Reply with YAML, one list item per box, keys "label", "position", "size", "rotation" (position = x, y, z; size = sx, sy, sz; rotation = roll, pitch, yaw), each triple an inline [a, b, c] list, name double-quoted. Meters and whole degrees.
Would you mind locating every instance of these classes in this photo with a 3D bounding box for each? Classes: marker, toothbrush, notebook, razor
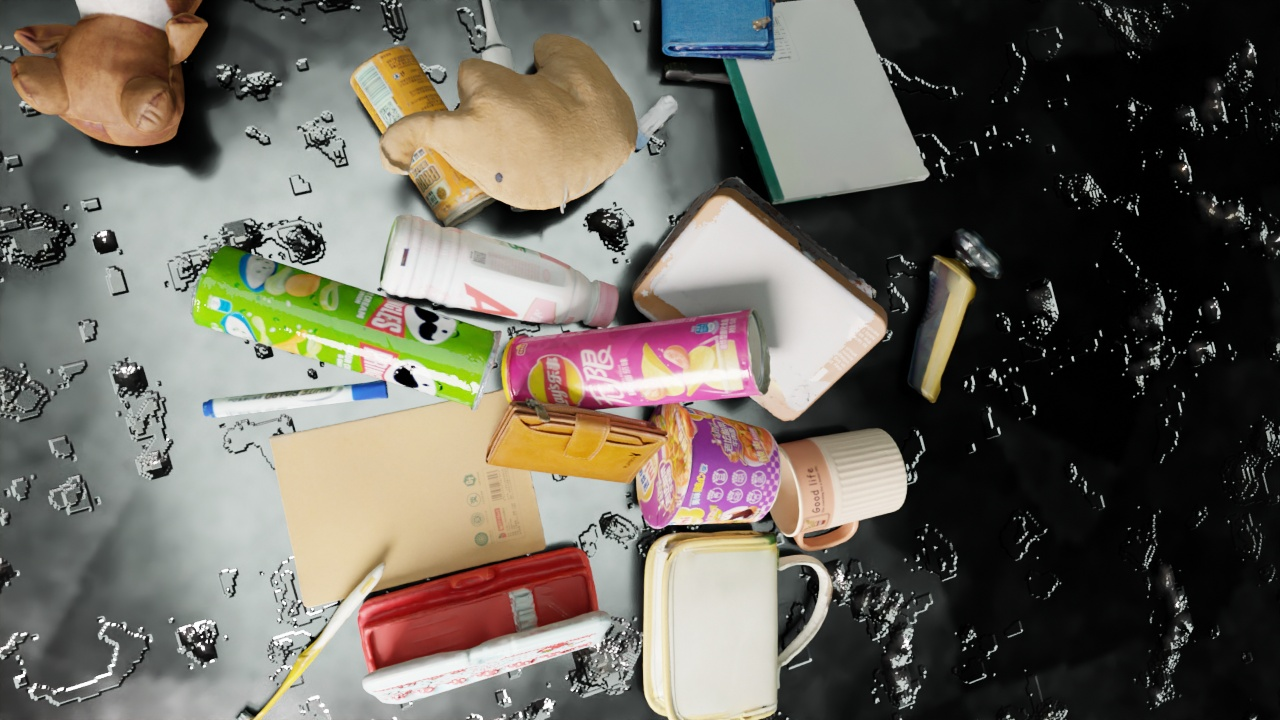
- label: "marker"
  position: [-0.287, 0.032, 0.766]
  size: [0.145, 0.017, 0.017]
  rotation: [-6, 90, -12]
- label: "toothbrush"
  position: [-0.121, -0.242, 0.804]
  size: [0.026, 0.027, 0.221]
  rotation: [-12, 91, -51]
- label: "notebook"
  position: [0.159, -0.243, 0.836]
  size: [0.150, 0.012, 0.209]
  rotation: [-11, 71, -12]
- label: "notebook"
  position: [-0.196, 0.115, 0.788]
  size: [0.207, 0.008, 0.148]
  rotation: [-12, 91, -12]
- label: "razor"
  position: [0.297, -0.042, 0.878]
  size: [0.068, 0.062, 0.167]
  rotation: [18, 90, 18]
- label: "toothbrush"
  position: [-0.277, 0.241, 0.759]
  size: [0.018, 0.016, 0.191]
  rotation: [39, 86, 0]
- label: "toothbrush"
  position: [0.126, -0.263, 0.860]
  size: [0.212, 0.026, 0.027]
  rotation: [1, 56, -11]

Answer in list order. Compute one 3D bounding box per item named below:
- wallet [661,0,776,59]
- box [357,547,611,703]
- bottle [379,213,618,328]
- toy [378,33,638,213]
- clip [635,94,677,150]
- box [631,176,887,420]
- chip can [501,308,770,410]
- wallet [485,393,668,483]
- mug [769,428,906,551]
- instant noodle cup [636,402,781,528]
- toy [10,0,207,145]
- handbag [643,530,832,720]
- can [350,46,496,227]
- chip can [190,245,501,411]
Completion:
- label: "wallet"
  position: [0.070, -0.338, 0.834]
  size: [0.106, 0.040, 0.133]
  rotation: [0, 78, -6]
- label: "box"
  position: [-0.127, 0.225, 0.755]
  size: [0.201, 0.099, 0.095]
  rotation: [-12, 92, -13]
- label: "bottle"
  position: [-0.115, -0.068, 0.777]
  size: [0.196, 0.068, 0.068]
  rotation: [13, 86, -20]
- label: "toy"
  position: [-0.097, -0.185, 0.749]
  size: [0.225, 0.083, 0.143]
  rotation: [-33, 83, -36]
- label: "clip"
  position: [0.011, -0.218, 0.835]
  size: [0.057, 0.028, 0.024]
  rotation: [-41, 96, 0]
- label: "box"
  position: [0.100, -0.055, 0.775]
  size: [0.182, 0.168, 0.150]
  rotation: [37, 80, -10]
- label: "chip can"
  position: [-0.004, 0.004, 0.749]
  size: [0.211, 0.071, 0.071]
  rotation: [-6, 90, 20]
- label: "wallet"
  position: [-0.053, 0.066, 0.764]
  size: [0.130, 0.119, 0.035]
  rotation: [10, 63, -17]
- label: "mug"
  position: [0.175, 0.122, 0.839]
  size: [0.105, 0.081, 0.115]
  rotation: [-9, 117, -14]
- label: "instant noodle cup"
  position: [0.061, 0.095, 0.799]
  size: [0.099, 0.112, 0.111]
  rotation: [10, 86, -20]
- label: "toy"
  position: [-0.398, -0.270, 0.702]
  size: [0.140, 0.131, 0.199]
  rotation: [10, 77, -6]
- label: "handbag"
  position: [0.091, 0.235, 0.826]
  size: [0.178, 0.063, 0.163]
  rotation: [1, 88, -22]
- label: "can"
  position: [-0.181, -0.188, 0.773]
  size: [0.058, 0.058, 0.146]
  rotation: [-33, 96, -11]
- label: "chip can"
  position: [-0.236, -0.026, 0.751]
  size: [0.236, 0.072, 0.072]
  rotation: [18, 85, -11]
